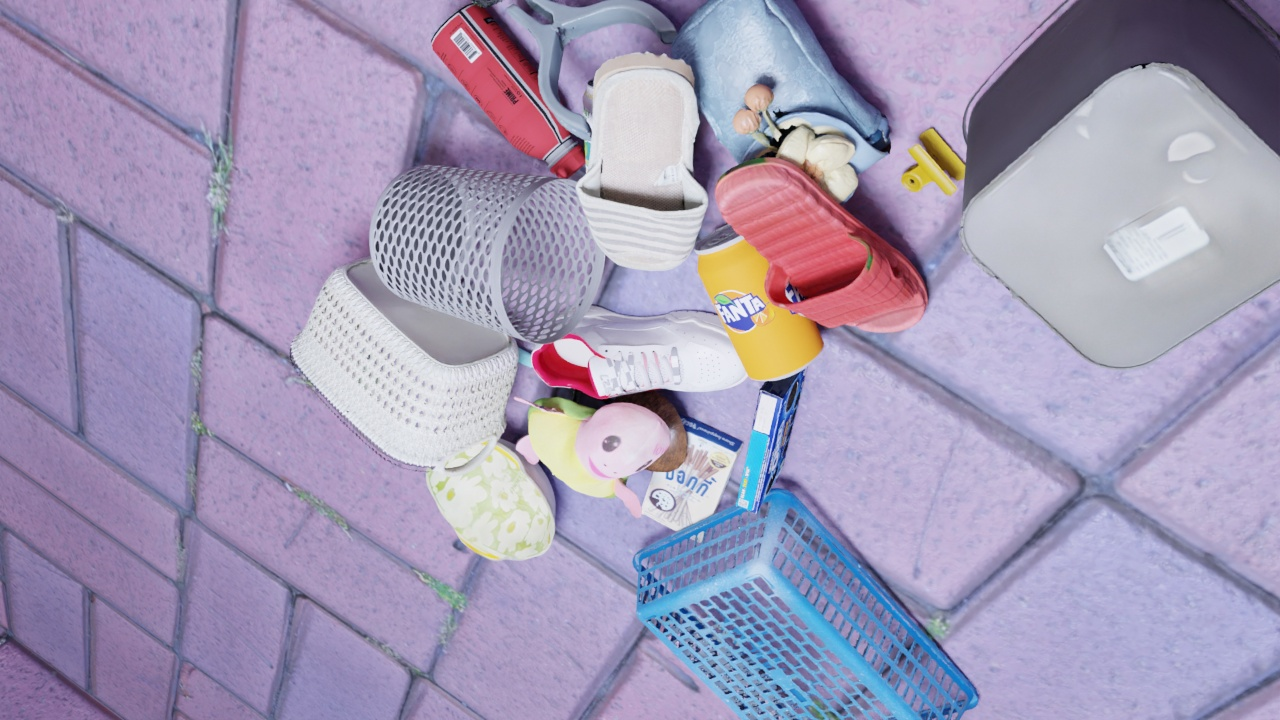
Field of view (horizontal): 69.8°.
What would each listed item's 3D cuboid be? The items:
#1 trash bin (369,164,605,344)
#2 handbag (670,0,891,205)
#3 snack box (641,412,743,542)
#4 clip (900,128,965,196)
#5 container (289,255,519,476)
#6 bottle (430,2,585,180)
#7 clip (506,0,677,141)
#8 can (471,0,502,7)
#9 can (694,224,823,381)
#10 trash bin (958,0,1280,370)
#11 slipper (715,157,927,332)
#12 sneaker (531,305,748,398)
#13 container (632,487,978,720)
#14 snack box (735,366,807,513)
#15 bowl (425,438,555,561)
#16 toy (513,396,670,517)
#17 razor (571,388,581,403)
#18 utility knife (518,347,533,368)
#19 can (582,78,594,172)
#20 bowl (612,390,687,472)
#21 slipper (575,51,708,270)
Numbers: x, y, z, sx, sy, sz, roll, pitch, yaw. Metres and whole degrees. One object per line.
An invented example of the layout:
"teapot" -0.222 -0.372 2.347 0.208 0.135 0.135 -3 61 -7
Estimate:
"trash bin" -0.154 -0.112 0.906 0.183 0.156 0.157 16 126 31
"handbag" 0.107 -0.205 0.739 0.122 0.118 0.192 -26 113 39
"snack box" 0.056 0.135 1.043 0.082 0.026 0.150 26 128 12
"clip" 0.239 -0.158 0.759 0.046 0.048 0.054 -42 97 15
"container" -0.251 -0.006 1.009 0.251 0.184 0.144 41 123 18
"bottle" -0.118 -0.248 0.868 0.062 0.062 0.176 -34 100 39
"clip" -0.064 -0.249 0.801 0.173 0.164 0.030 19 171 22
"can" -0.154 -0.383 0.805 0.054 0.053 0.138 -15 111 34
"can" 0.110 -0.056 0.857 0.079 0.078 0.142 -15 112 34
"trash bin" 0.324 -0.128 0.605 0.197 0.219 0.198 42 130 -2
"slipper" 0.153 -0.075 0.771 0.104 0.059 0.248 -21 139 40
"sneaker" -0.006 0.005 0.942 0.237 0.104 0.090 9 123 23
"container" 0.174 0.335 1.050 0.362 0.089 0.258 47 130 -11
"snack box" 0.133 0.075 0.928 0.027 0.082 0.150 19 127 18
"bowl" -0.178 0.162 1.161 0.188 0.060 0.220 27 132 11
"toy" -0.060 0.093 0.992 0.190 0.087 0.239 48 149 -11
"razor" -0.076 0.051 1.065 0.042 0.026 0.106 24 124 16
"utility knife" -0.146 -0.007 1.066 0.147 0.015 0.022 25 129 16
"can" -0.025 -0.207 0.849 0.055 0.054 0.102 13 125 21
"bowl" 0.001 0.081 1.014 0.114 0.026 0.102 1 109 47
"slipper" 0.003 -0.153 0.795 0.114 0.054 0.273 6 152 5
